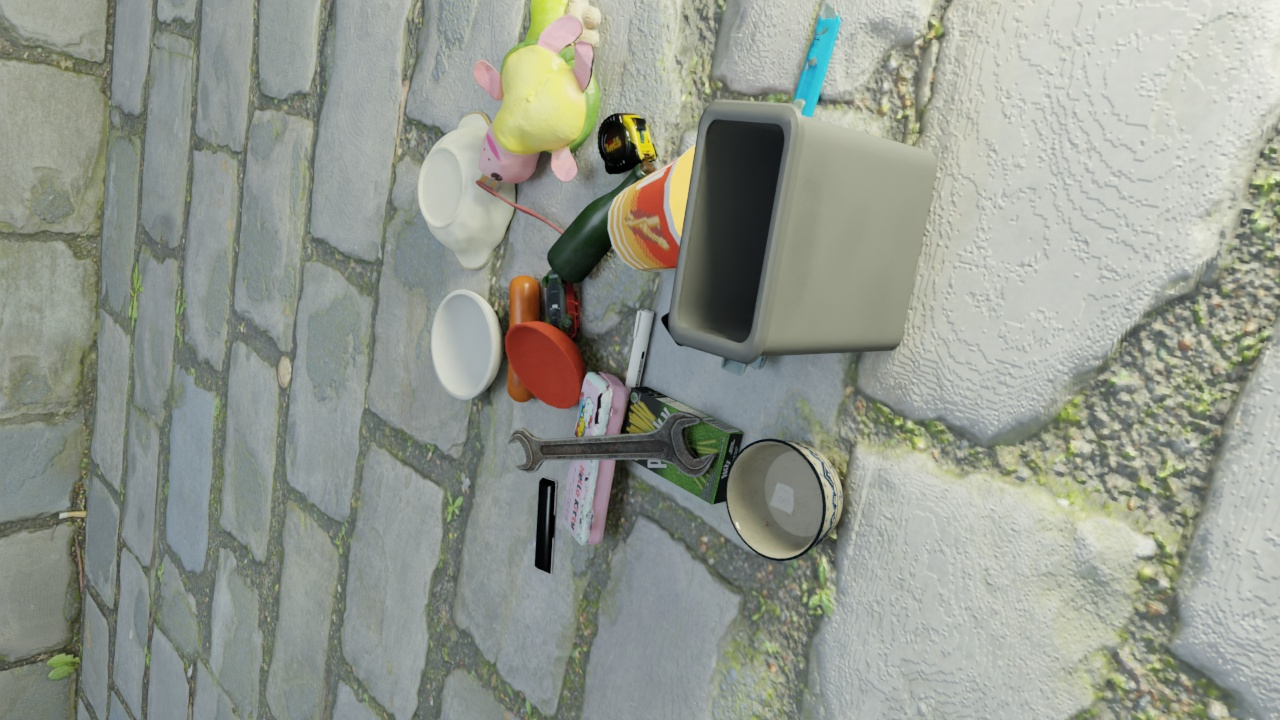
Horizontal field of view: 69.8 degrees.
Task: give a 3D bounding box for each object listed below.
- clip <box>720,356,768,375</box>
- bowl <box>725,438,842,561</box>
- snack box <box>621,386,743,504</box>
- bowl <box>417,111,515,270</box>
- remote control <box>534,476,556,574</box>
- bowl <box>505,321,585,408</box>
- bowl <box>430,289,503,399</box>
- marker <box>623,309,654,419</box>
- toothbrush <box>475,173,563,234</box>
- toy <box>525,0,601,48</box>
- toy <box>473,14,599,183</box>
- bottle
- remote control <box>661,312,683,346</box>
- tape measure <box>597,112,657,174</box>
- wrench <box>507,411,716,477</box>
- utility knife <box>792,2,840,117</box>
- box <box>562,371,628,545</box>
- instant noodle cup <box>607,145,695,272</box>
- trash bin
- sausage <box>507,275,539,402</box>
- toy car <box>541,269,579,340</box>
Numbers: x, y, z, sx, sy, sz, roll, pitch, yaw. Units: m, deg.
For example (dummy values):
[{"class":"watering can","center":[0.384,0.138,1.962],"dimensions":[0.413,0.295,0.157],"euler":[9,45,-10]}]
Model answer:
[{"class":"clip","center":[0.131,-0.064,0.898],"dimensions":[0.029,0.143,0.172],"euler":[23,92,17]},{"class":"bowl","center":[0.145,0.131,0.888],"dimensions":[0.116,0.059,0.115],"euler":[3,94,44]},{"class":"snack box","center":[0.041,0.091,1.012],"dimensions":[0.148,0.025,0.080],"euler":[24,108,41]},{"class":"bowl","center":[-0.251,-0.235,1.258],"dimensions":[0.189,0.060,0.219],"euler":[2,93,43]},{"class":"remote control","center":[-0.124,0.214,1.188],"dimensions":[0.028,0.011,0.124],"euler":[10,99,44]},{"class":"bowl","center":[-0.110,-0.001,1.122],"dimensions":[0.122,0.035,0.122],"euler":[27,138,27]},{"class":"bowl","center":[-0.229,-0.022,1.258],"dimensions":[0.150,0.043,0.149],"euler":[3,94,44]},{"class":"marker","center":[-0.006,0.006,1.057],"dimensions":[0.017,0.020,0.134],"euler":[31,113,54]},{"class":"toothbrush","center":[-0.139,-0.188,1.159],"dimensions":[0.184,0.015,0.015],"euler":[34,84,22]},{"class":"toy","center":[-0.093,-0.402,1.106],"dimensions":[0.115,0.046,0.092],"euler":[20,107,35]},{"class":"toy","center":[-0.124,-0.302,1.111],"dimensions":[0.190,0.087,0.239],"euler":[46,129,6]},{"class":"bottle","center":[-0.041,-0.164,1.060],"dimensions":[0.175,0.055,0.055],"euler":[-45,62,34]},{"class":"remote control","center":[0.081,-0.061,0.966],"dimensions":[0.152,0.020,0.041],"euler":[-31,95,41]},{"class":"tape measure","center":[-0.018,-0.249,1.047],"dimensions":[0.067,0.038,0.062],"euler":[-12,91,47]},{"class":"wrench","center":[-0.040,0.097,1.022],"dimensions":[0.274,0.010,0.070],"euler":[-5,92,32]},{"class":"utility knife","center":[0.160,-0.263,0.886],"dimensions":[0.031,0.015,0.158],"euler":[27,109,35]},{"class":"box","center":[-0.057,0.116,1.077],"dimensions":[0.086,0.044,0.202],"euler":[-138,56,-67]},{"class":"instant noodle cup","center":[0.039,-0.146,0.943],"dimensions":[0.121,0.123,0.123],"euler":[-7,87,52]},{"class":"trash bin","center":[0.141,-0.101,0.768],"dimensions":[0.098,0.219,0.192],"euler":[19,105,42]},{"class":"sausage","center":[-0.151,-0.027,1.183],"dimensions":[0.044,0.039,0.164],"euler":[-166,77,-69]},{"class":"toy car","center":[-0.097,-0.069,1.128],"dimensions":[0.042,0.036,0.091],"euler":[0,99,49]}]
